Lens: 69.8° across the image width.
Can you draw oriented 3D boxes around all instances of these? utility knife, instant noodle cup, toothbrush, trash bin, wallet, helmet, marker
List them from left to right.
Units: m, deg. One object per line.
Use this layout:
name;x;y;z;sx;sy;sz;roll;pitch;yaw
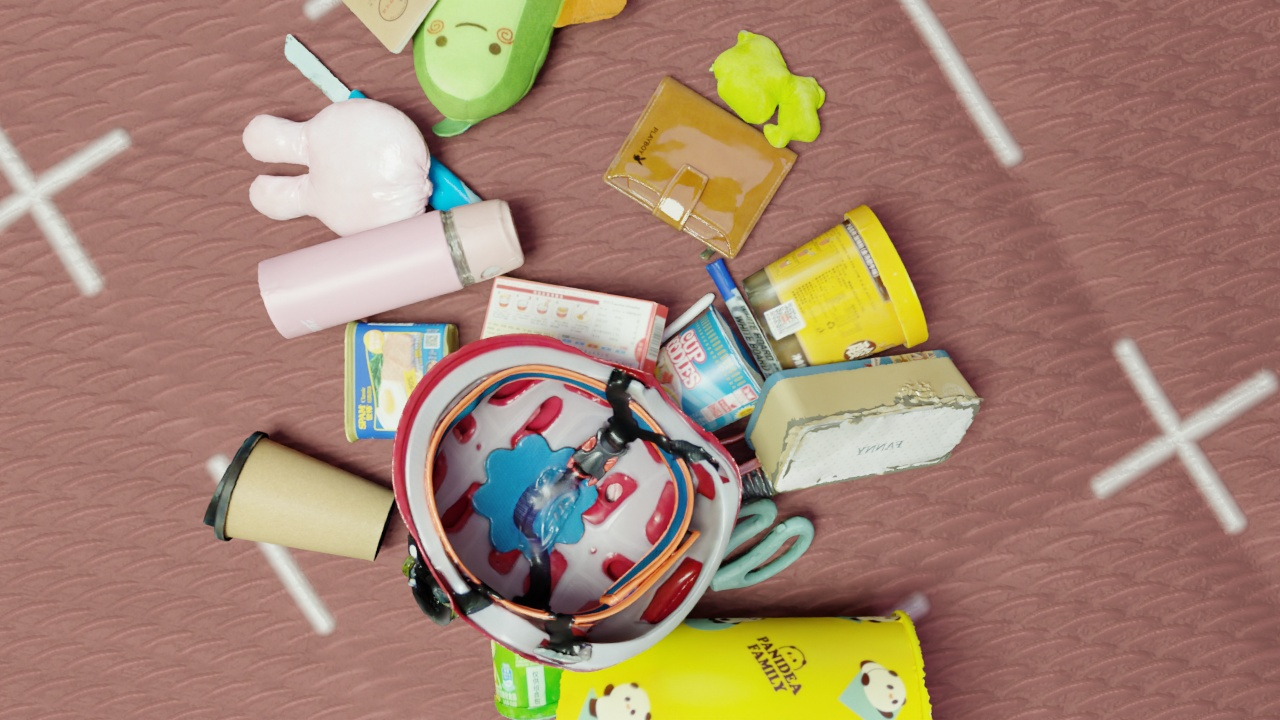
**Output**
utility knife;-0.221;-0.195;0.773;0.218;0.018;0.034;43;106;-1
helmet;-0.066;0.099;0.661;0.240;0.144;0.206;40;69;-5
toothbrush;-0.005;0.005;0.782;0.180;0.016;0.016;-41;99;3
instant noodle cup;0.039;0.025;0.747;0.110;0.099;0.099;-33;92;9
wallet;0.046;-0.154;0.767;0.130;0.035;0.119;31;86;-1
trash bin;0.072;0.299;0.699;0.255;0.229;0.229;2;93;6
marker;0.096;-0.019;0.778;0.017;0.017;0.146;-28;92;2
instant noodle cup;0.151;-0.046;0.730;0.114;0.118;0.118;-25;92;9

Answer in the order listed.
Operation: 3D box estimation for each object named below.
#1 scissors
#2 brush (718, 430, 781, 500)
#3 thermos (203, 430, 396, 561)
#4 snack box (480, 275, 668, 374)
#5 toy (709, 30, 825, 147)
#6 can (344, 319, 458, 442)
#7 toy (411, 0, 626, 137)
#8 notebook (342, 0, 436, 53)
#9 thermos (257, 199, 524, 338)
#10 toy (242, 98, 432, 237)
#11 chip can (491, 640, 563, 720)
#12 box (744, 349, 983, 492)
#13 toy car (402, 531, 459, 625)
scissors;0.054;0.168;0.756;0.180;0.019;0.143;-33;135;13
brush;0.058;0.100;0.763;0.146;0.063;0.069;-26;81;1
thermos;-0.280;0.118;0.760;0.143;0.093;0.093;18;93;-9
snack box;-0.058;-0.019;0.739;0.156;0.027;0.077;12;88;28
toy;0.105;-0.223;0.758;0.100;0.031;0.096;13;75;-8
can;-0.197;0.017;0.765;0.083;0.057;0.102;1;92;-1
toy;-0.122;-0.303;0.733;0.227;0.090;0.246;8;89;10
notebook;-0.206;-0.357;0.721;0.148;0.008;0.207;-48;68;14
thermos;-0.193;-0.073;0.737;0.198;0.087;0.067;-18;77;-5
toy;-0.247;-0.155;0.752;0.159;0.054;0.121;8;114;7
chip can;-0.095;0.185;0.763;0.072;0.072;0.221;-5;92;1
box;0.168;0.048;0.715;0.184;0.061;0.090;-4;137;-20
toy car;-0.167;0.144;0.761;0.070;0.042;0.158;21;112;43
